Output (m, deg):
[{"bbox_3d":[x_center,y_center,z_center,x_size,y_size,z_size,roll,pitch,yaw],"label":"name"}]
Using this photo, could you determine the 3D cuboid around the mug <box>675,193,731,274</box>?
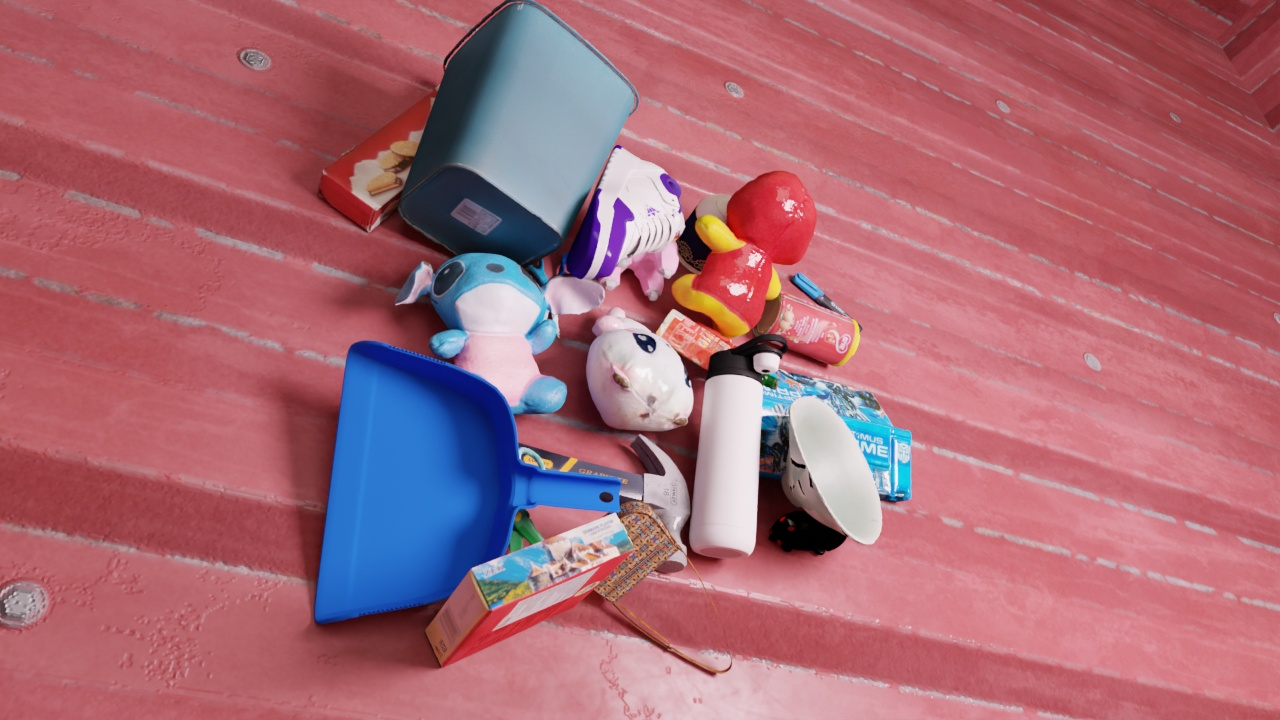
[{"bbox_3d":[0.111,-0.167,1.208,0.111,0.090,0.085,10,53,-25],"label":"mug"}]

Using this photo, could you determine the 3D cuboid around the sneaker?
[{"bbox_3d":[-0.008,-0.151,1.034,0.111,0.092,0.243,24,39,-8],"label":"sneaker"}]

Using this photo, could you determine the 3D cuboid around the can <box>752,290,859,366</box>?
[{"bbox_3d":[0.216,-0.041,1.194,0.124,0.067,0.066,20,50,-17],"label":"can"}]

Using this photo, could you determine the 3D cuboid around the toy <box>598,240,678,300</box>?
[{"bbox_3d":[-0.002,-0.151,1.148,0.123,0.067,0.157,13,47,-20],"label":"toy"}]

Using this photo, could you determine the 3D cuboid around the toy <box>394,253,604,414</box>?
[{"bbox_3d":[-0.140,-0.028,0.957,0.223,0.099,0.191,0,64,-31],"label":"toy"}]

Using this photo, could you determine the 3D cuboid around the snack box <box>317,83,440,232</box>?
[{"bbox_3d":[-0.264,-0.253,1.082,0.076,0.044,0.272,37,47,-2],"label":"snack box"}]

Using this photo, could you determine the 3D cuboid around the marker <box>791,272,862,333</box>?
[{"bbox_3d":[0.263,-0.081,1.286,0.123,0.015,0.018,40,46,-1],"label":"marker"}]

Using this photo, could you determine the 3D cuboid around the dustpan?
[{"bbox_3d":[-0.142,0.114,0.827,0.257,0.060,0.245,9,70,-23],"label":"dustpan"}]

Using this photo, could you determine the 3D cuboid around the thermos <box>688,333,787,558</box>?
[{"bbox_3d":[0.107,0.090,0.977,0.068,0.101,0.229,25,61,-37],"label":"thermos"}]

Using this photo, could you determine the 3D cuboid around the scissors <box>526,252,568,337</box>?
[{"bbox_3d":[-0.095,-0.079,1.075,0.083,0.016,0.134,5,56,-29],"label":"scissors"}]

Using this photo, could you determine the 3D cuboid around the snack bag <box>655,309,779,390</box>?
[{"bbox_3d":[0.095,-0.007,1.089,0.155,0.044,0.087,27,33,8],"label":"snack bag"}]

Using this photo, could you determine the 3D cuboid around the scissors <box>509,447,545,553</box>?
[{"bbox_3d":[-0.110,0.142,0.872,0.108,0.012,0.131,-41,93,-17],"label":"scissors"}]

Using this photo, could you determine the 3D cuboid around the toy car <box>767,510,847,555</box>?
[{"bbox_3d":[0.188,0.190,1.025,0.091,0.042,0.036,11,41,-24],"label":"toy car"}]

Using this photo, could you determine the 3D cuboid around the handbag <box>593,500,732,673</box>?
[{"bbox_3d":[0.025,0.226,0.887,0.196,0.093,0.043,48,5,-9],"label":"handbag"}]

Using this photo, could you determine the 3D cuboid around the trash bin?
[{"bbox_3d":[-0.144,-0.233,1.021,0.196,0.200,0.218,34,57,-28],"label":"trash bin"}]

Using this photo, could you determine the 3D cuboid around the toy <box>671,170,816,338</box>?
[{"bbox_3d":[0.139,-0.135,1.122,0.147,0.216,0.099,36,-4,-41],"label":"toy"}]

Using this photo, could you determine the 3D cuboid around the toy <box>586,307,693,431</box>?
[{"bbox_3d":[-0.006,0.006,1.014,0.139,0.102,0.179,37,25,-31],"label":"toy"}]

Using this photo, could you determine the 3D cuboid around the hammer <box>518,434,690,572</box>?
[{"bbox_3d":[-0.095,0.115,0.919,0.312,0.035,0.139,16,51,-19],"label":"hammer"}]

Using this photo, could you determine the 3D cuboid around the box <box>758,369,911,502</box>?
[{"bbox_3d":[0.219,0.074,1.117,0.243,0.060,0.175,13,52,-23],"label":"box"}]

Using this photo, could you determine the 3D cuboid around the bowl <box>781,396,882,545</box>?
[{"bbox_3d":[0.194,0.130,1.015,0.174,0.068,0.173,37,37,-34],"label":"bowl"}]

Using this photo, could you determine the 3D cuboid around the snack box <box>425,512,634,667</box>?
[{"bbox_3d":[-0.096,0.197,0.784,0.144,0.143,0.040,-15,65,-38],"label":"snack box"}]
